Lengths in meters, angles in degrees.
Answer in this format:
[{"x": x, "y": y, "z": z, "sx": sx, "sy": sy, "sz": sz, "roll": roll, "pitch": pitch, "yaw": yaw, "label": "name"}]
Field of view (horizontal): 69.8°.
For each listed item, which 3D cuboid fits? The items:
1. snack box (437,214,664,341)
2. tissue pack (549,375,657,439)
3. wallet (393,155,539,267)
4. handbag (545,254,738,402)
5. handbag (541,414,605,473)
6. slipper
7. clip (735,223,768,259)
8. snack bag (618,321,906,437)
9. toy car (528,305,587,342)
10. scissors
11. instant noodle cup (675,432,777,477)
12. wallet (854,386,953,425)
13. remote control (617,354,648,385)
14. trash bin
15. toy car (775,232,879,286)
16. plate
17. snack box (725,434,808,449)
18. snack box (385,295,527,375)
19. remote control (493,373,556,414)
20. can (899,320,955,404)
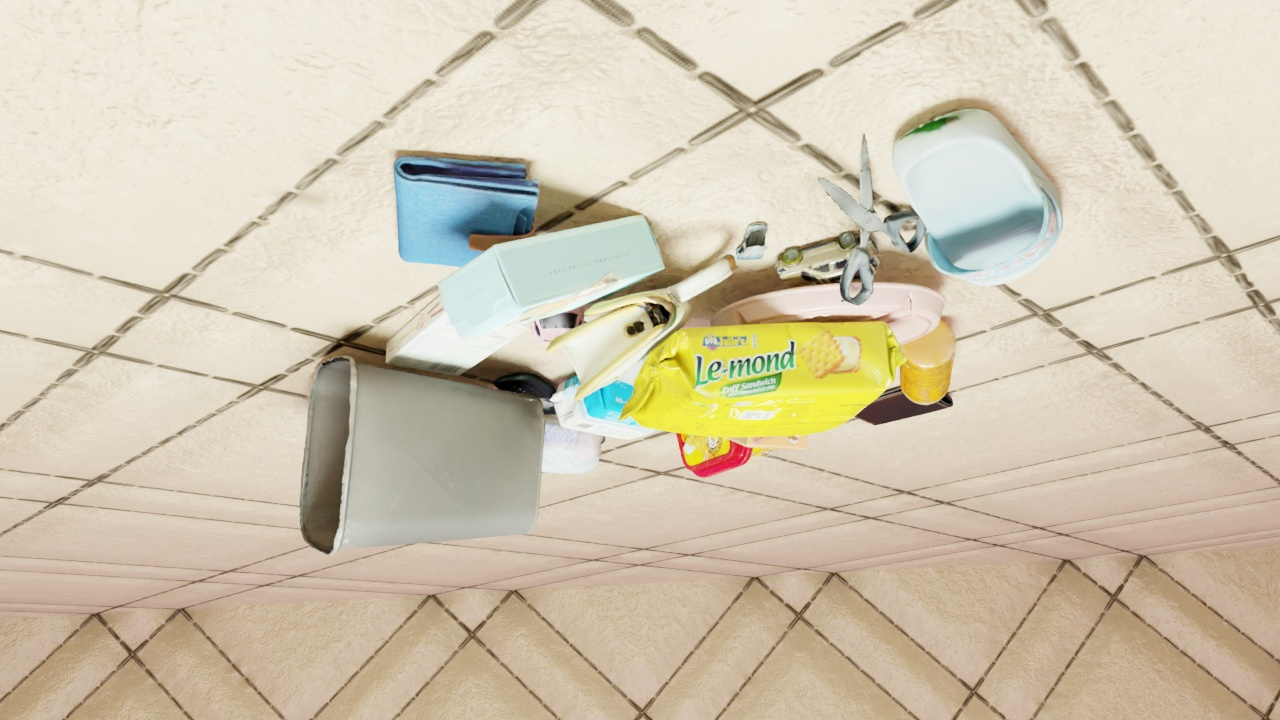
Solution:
[{"x": -0.065, "y": -0.066, "z": 0.713, "sx": 0.074, "sy": 0.051, "sz": 0.174, "roll": -25, "pitch": 177, "yaw": 42, "label": "snack box"}, {"x": -0.027, "y": 0.049, "z": 1.092, "sx": 0.140, "sy": 0.063, "sz": 0.090, "roll": 15, "pitch": 153, "yaw": -38, "label": "tissue pack"}, {"x": -0.135, "y": -0.108, "z": 0.710, "sx": 0.106, "sy": 0.040, "sz": 0.133, "roll": 5, "pitch": 159, "yaw": -12, "label": "wallet"}, {"x": 0.008, "y": -0.043, "z": 0.814, "sx": 0.179, "sy": 0.063, "sz": 0.163, "roll": -36, "pitch": 180, "yaw": 10, "label": "handbag"}, {"x": -0.149, "y": 0.109, "z": 1.211, "sx": 0.193, "sy": 0.075, "sz": 0.134, "roll": 1, "pitch": 158, "yaw": -13, "label": "handbag"}, {"x": 0.268, "y": -0.111, "z": 0.717, "sx": 0.104, "sy": 0.074, "sz": 0.245, "roll": -17, "pitch": 154, "yaw": 29, "label": "slipper"}, {"x": 0.099, "y": -0.098, "z": 0.796, "sx": 0.024, "sy": 0.029, "sz": 0.057, "roll": 0, "pitch": 166, "yaw": -4, "label": "clip"}, {"x": 0.113, "y": 0.024, "z": 0.867, "sx": 0.246, "sy": 0.068, "sz": 0.158, "roll": -1, "pitch": 158, "yaw": -14, "label": "snack bag"}, {"x": -0.080, "y": -0.045, "z": 0.880, "sx": 0.056, "sy": 0.037, "sz": 0.122, "roll": -3, "pitch": 158, "yaw": -6, "label": "toy car"}, {"x": 0.183, "y": -0.109, "z": 0.737, "sx": 0.173, "sy": 0.014, "sz": 0.160, "roll": -13, "pitch": 132, "yaw": -35, "label": "scissors"}, {"x": 0.121, "y": 0.078, "z": 1.143, "sx": 0.123, "sy": 0.116, "sz": 0.116, "roll": -2, "pitch": 163, "yaw": -38, "label": "instant noodle cup"}, {"x": 0.347, "y": 0.061, "z": 1.247, "sx": 0.096, "sy": 0.020, "sz": 0.123, "roll": 22, "pitch": 149, "yaw": -39, "label": "wallet"}, {"x": -0.006, "y": 0.006, "z": 1.023, "sx": 0.150, "sy": 0.021, "sz": 0.058, "roll": 23, "pitch": 148, "yaw": -35, "label": "remote control"}, {"x": -0.237, "y": 0.105, "z": 0.994, "sx": 0.219, "sy": 0.199, "sz": 0.199, "roll": 7, "pitch": 174, "yaw": -31, "label": "trash bin"}, {"x": 0.166, "y": -0.085, "z": 0.819, "sx": 0.091, "sy": 0.035, "sz": 0.042, "roll": -11, "pitch": 157, "yaw": 25, "label": "toy car"}, {"x": 0.184, "y": -0.034, "z": 0.910, "sx": 0.229, "sy": 0.028, "sz": 0.230, "roll": -3, "pitch": 169, "yaw": -1, "label": "plate"}, {"x": 0.134, "y": 0.042, "z": 1.014, "sx": 0.077, "sy": 0.094, "sz": 0.093, "roll": 5, "pitch": -175, "yaw": -24, "label": "snack box"}, {"x": -0.188, "y": -0.025, "z": 0.927, "sx": 0.084, "sy": 0.026, "sz": 0.157, "roll": 12, "pitch": 154, "yaw": -34, "label": "snack box"}, {"x": -0.129, "y": 0.036, "z": 1.097, "sx": 0.053, "sy": 0.024, "sz": 0.136, "roll": -8, "pitch": 158, "yaw": 17, "label": "remote control"}, {"x": 0.324, "y": 0.004, "z": 1.040, "sx": 0.058, "sy": 0.058, "sz": 0.146, "roll": -9, "pitch": 159, "yaw": 13, "label": "can"}]
